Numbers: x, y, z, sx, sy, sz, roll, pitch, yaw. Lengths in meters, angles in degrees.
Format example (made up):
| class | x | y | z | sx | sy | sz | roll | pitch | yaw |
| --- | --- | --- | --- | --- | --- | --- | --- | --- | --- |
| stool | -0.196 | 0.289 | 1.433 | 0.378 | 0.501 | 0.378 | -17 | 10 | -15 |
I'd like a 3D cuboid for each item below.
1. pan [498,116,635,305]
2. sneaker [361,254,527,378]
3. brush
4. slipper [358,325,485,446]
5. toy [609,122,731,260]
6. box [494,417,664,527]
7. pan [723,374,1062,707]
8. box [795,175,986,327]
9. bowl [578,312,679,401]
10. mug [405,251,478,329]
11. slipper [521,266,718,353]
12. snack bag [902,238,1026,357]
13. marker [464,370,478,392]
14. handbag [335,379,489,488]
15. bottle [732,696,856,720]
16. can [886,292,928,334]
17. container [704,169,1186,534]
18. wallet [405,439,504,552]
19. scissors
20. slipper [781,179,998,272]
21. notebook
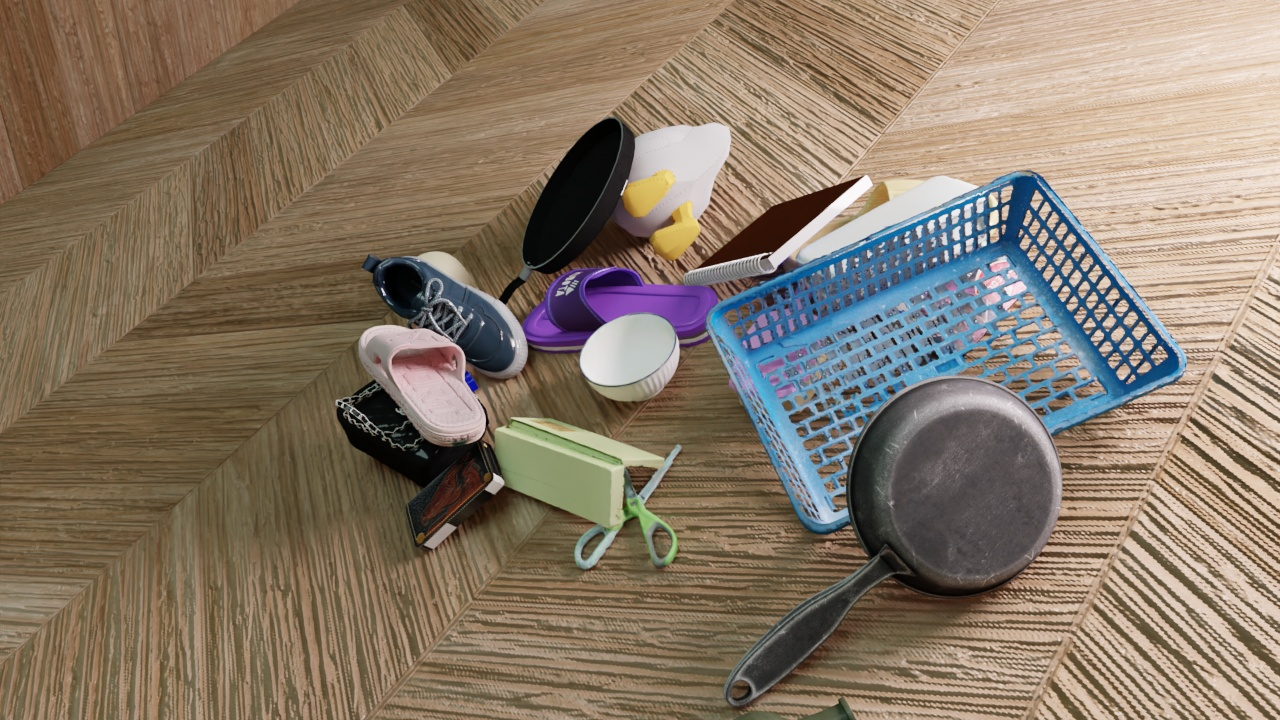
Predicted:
| class | x | y | z | sx | sy | sz | roll | pitch | yaw |
| --- | --- | --- | --- | --- | --- | --- | --- | --- | --- |
| pan | -0.118 | -0.160 | 1.214 | 0.356 | 0.034 | 0.225 | -57 | 27 | 8 |
| sneaker | -0.247 | -0.061 | 1.162 | 0.235 | 0.087 | 0.089 | 34 | 99 | 12 |
| brush | 0.174 | -0.037 | 1.031 | 0.089 | 0.043 | 0.228 | 8 | 53 | 30 |
| slipper | -0.248 | 0.009 | 1.053 | 0.094 | 0.064 | 0.239 | -11 | 37 | -33 |
| toy | 0.017 | -0.248 | 1.264 | 0.247 | 0.141 | 0.267 | -31 | 30 | 11 |
| box | -0.075 | 0.120 | 0.993 | 0.188 | 0.091 | 0.083 | 15 | 91 | 44 |
| pan | 0.204 | 0.164 | 0.761 | 0.356 | 0.187 | 0.055 | -44 | 4 | -3 |
| box | 0.272 | -0.141 | 0.994 | 0.215 | 0.083 | 0.122 | -35 | 66 | -7 |
| bowl | -0.006 | 0.006 | 1.066 | 0.118 | 0.062 | 0.117 | -14 | 42 | 12 |
| mug | -0.287 | -0.089 | 1.267 | 0.096 | 0.100 | 0.119 | 6 | 50 | 30 |
| slipper | -0.036 | -0.076 | 1.147 | 0.267 | 0.084 | 0.107 | 1 | 48 | 26 |
| snack bag | 0.355 | -0.065 | 0.986 | 0.074 | 0.018 | 0.155 | 41 | 70 | 20 |
| marker | -0.270 | 0.059 | 1.165 | 0.133 | 0.023 | 0.027 | -33 | 50 | -9 |
| handbag | -0.269 | 0.060 | 1.083 | 0.154 | 0.115 | 0.124 | 22 | 54 | 27 |
| bottle | 0.070 | 0.318 | 0.703 | 0.207 | 0.071 | 0.071 | -26 | 42 | -1 |
| can | 0.308 | -0.068 | 1.015 | 0.032 | 0.032 | 0.095 | 25 | 61 | 41 |
| container | 0.274 | -0.002 | 0.881 | 0.362 | 0.089 | 0.257 | -24 | 60 | 1 |
| wallet | -0.207 | 0.149 | 1.016 | 0.123 | 0.019 | 0.072 | -41 | 46 | 11 |
| scissors | -0.013 | 0.153 | 0.954 | 0.160 | 0.025 | 0.171 | -30 | 37 | 3 |
| slipper | 0.291 | -0.161 | 1.088 | 0.262 | 0.079 | 0.111 | -13 | 46 | 13 |
| notebook | 0.157 | -0.150 | 1.106 | 0.171 | 0.022 | 0.209 | -40 | 13 | -17 |
